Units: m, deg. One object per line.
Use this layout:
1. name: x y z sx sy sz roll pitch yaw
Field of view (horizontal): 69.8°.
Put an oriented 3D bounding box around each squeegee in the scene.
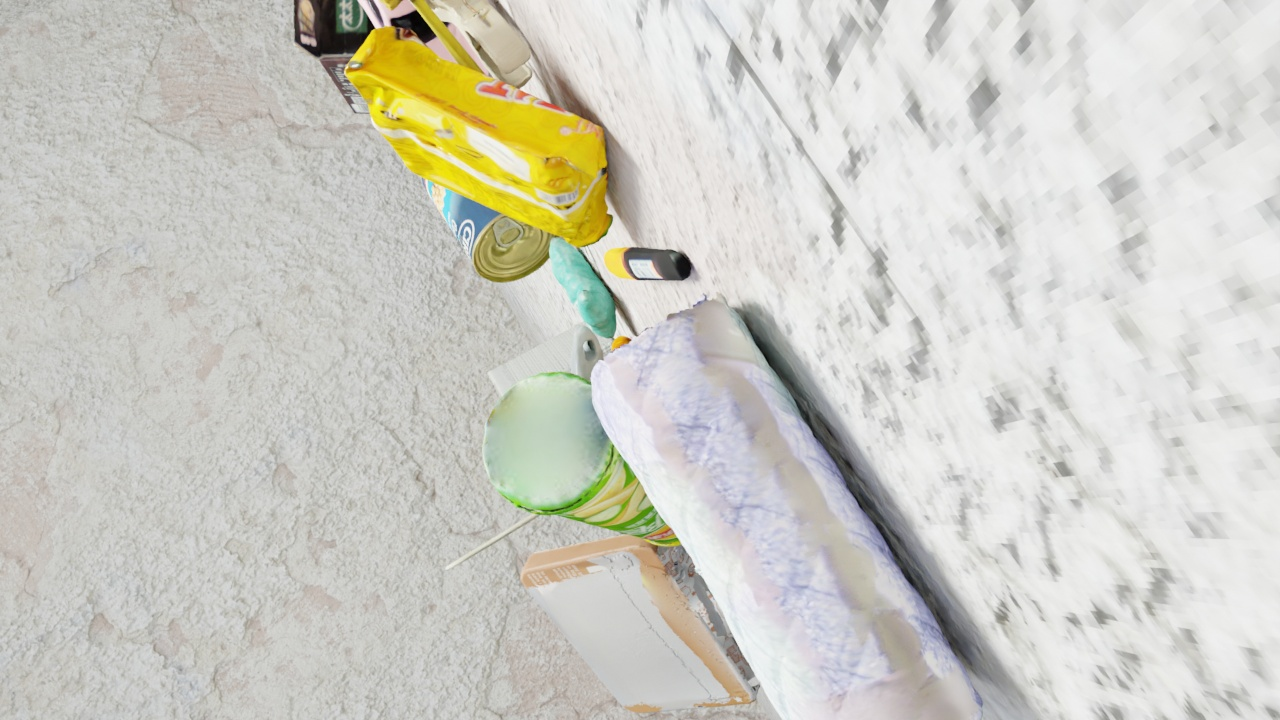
1. squeegee: -0.049 0.063 0.752 0.039 0.245 0.247 46 148 26

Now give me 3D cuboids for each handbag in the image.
1. handbag: 0.054 0.073 0.392 0.194 0.075 0.134 57 175 6

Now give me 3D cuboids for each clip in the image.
1. clip: -0.094 -0.189 0.458 0.104 0.034 0.083 51 172 19

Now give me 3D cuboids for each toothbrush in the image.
1. toothbrush: -0.080 -0.136 0.483 0.016 0.016 0.190 40 176 42

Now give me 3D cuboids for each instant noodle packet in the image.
1. instant noodle packet: -0.072 -0.107 0.453 0.128 0.044 0.111 27 171 6

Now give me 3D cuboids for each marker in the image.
1. marker: 0.003 -0.050 0.469 0.018 0.015 0.124 58 170 -14

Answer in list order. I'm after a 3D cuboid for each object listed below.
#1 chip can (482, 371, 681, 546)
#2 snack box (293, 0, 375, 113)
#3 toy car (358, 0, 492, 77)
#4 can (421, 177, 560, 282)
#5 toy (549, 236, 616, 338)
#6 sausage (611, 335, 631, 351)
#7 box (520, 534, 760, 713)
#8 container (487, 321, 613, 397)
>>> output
1. chip can: -0.014 0.065 0.536 0.072 0.072 0.221 55 -174 24
2. snack box: -0.191 -0.241 0.619 0.126 0.053 0.113 150 118 -83
3. toy car: -0.135 -0.209 0.559 0.122 0.056 0.037 59 180 -9
4. can: -0.123 -0.127 0.741 0.111 0.075 0.075 55 172 31
5. toy: -0.042 -0.054 0.701 0.092 0.030 0.096 59 -178 30
6. sausage: -0.004 0.004 0.656 0.021 0.021 0.165 60 179 -14
7. box: 0.015 0.190 0.739 0.182 0.178 0.153 61 174 -20
8. container: -0.066 0.029 0.857 0.090 0.114 0.090 62 172 -28
